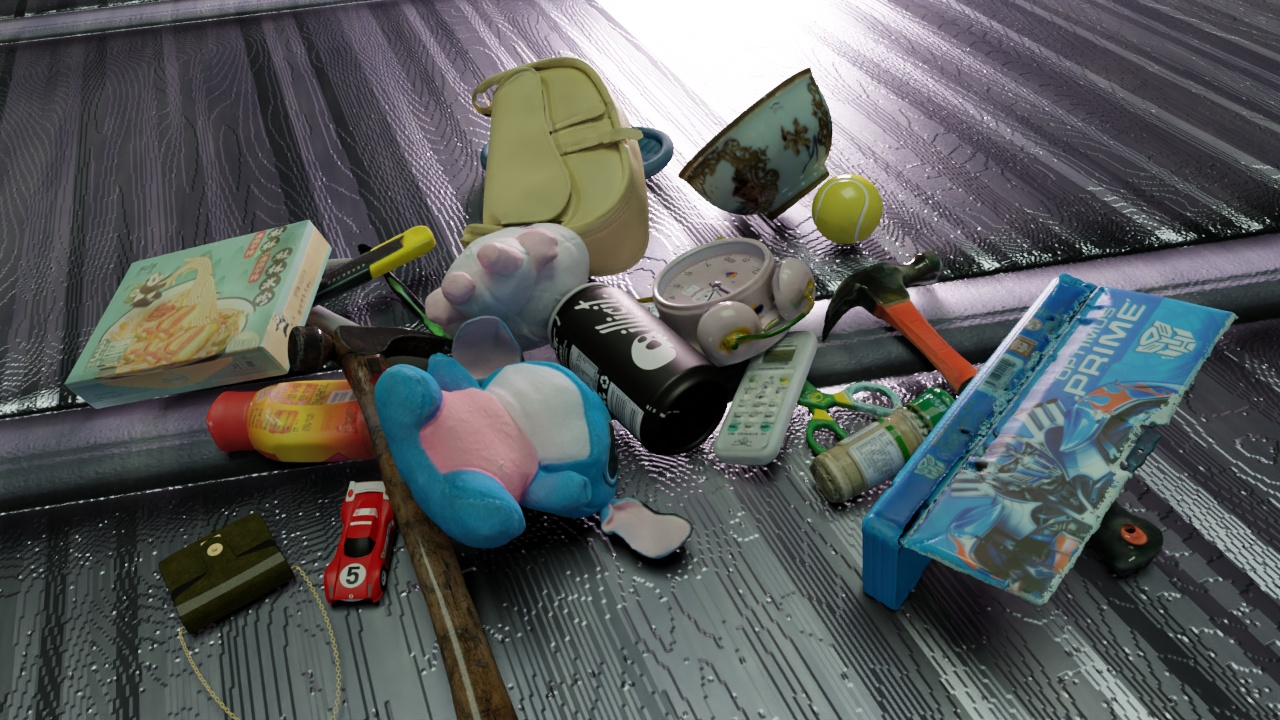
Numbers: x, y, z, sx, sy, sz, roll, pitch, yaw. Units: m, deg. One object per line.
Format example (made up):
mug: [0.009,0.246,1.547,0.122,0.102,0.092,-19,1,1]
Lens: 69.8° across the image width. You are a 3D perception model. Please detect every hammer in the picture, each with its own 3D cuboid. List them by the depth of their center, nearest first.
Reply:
hammer: [-0.143,0.098,0.619,0.119,0.033,0.330,-1,47,-36]
hammer: [0.262,0.028,0.701,0.133,0.033,0.333,-17,45,-16]
hammer: [-0.216,-0.010,0.784,0.311,0.030,0.124,24,50,27]

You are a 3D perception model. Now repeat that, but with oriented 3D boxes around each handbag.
handbag: [-0.245,0.174,0.587,0.084,0.027,0.178,-29,49,-24]
handbag: [-0.083,-0.193,0.882,0.191,0.088,0.232,-7,63,10]

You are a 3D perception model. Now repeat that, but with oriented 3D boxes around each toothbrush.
toothbrush: [-0.218,-0.059,0.852,0.014,0.017,0.188,-32,52,-22]

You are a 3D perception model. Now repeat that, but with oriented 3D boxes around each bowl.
bowl: [0.127,-0.194,0.890,0.159,0.160,0.094,-41,94,-33]

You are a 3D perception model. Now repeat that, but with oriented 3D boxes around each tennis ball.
tennis ball: [0.194,-0.142,0.864,0.065,0.065,0.065,-2,42,2]

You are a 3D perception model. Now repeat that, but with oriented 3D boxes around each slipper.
slipper: [-0.069,-0.234,0.993,0.214,0.059,0.103,1,40,8]

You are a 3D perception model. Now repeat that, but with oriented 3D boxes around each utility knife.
utility knife: [-0.262,-0.075,0.821,0.173,0.020,0.029,-34,51,-25]

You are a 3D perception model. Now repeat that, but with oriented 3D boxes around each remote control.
remote control: [0.099,0.028,0.703,0.050,0.022,0.133,-3,42,34]

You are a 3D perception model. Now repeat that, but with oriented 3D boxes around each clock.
clock: [0.075,-0.046,0.742,0.116,0.059,0.158,-34,32,-16]

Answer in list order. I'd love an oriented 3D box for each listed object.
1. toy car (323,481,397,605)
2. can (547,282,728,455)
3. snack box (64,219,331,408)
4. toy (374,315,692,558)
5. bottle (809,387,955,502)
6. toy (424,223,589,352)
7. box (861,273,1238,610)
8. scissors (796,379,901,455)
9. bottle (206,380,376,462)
toy car: [-0.192,0.125,0.635,0.038,0.025,0.089,-3,42,1]
can: [-0.004,0.004,0.710,0.080,0.080,0.146,-28,47,-24]
snack box: [-0.368,-0.038,0.775,0.194,0.044,0.141,-10,49,16]
toy: [-0.077,0.064,0.612,0.224,0.099,0.191,47,23,17]
bottle: [0.174,0.061,0.650,0.110,0.043,0.042,-29,47,-8]
toy: [-0.109,-0.060,0.741,0.139,0.179,0.101,-31,82,6]
box: [0.250,0.058,0.573,0.114,0.114,0.242,30,63,32]
scissors: [0.145,0.027,0.721,0.112,0.012,0.131,-21,43,-12]
bottle: [-0.263,0.046,0.710,0.134,0.048,0.071,-1,41,4]
